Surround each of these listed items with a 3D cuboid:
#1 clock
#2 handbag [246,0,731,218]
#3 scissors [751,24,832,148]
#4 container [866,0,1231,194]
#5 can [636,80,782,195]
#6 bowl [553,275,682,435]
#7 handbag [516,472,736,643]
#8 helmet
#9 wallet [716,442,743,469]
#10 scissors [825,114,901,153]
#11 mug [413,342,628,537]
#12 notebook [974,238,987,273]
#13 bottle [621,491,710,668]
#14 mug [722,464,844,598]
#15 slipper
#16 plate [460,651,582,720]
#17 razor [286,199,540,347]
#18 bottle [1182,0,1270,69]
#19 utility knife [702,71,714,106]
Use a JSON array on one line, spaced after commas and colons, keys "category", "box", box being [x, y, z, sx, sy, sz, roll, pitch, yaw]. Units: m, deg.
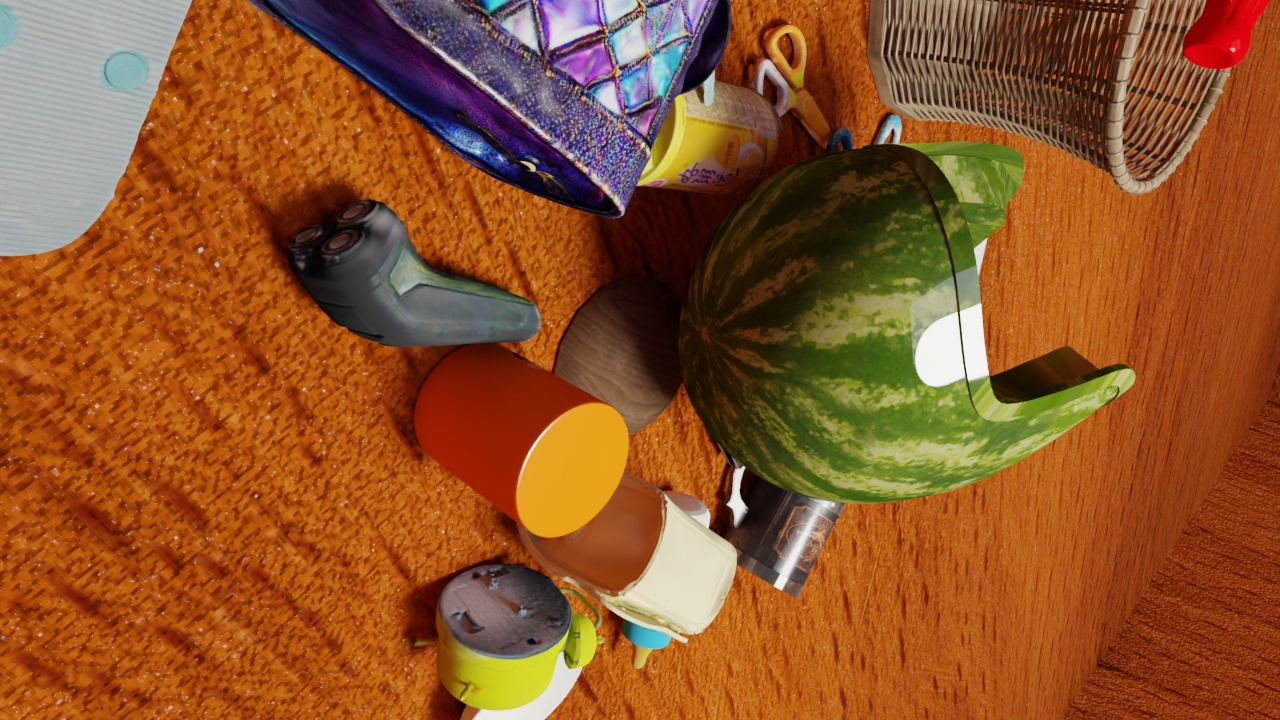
[{"category": "clock", "box": [-0.077, 0.169, 0.580, 0.118, 0.083, 0.057, -12, 124, -40]}, {"category": "handbag", "box": [-0.035, -0.186, 0.394, 0.221, 0.125, 0.205, 22, 92, -48]}, {"category": "scissors", "box": [0.112, -0.180, 0.647, 0.128, 0.013, 0.064, 35, 80, -53]}, {"category": "container", "box": [0.302, -0.255, 0.668, 0.226, 0.196, 0.227, -25, 127, -37]}, {"category": "can", "box": [0.027, -0.133, 0.538, 0.104, 0.068, 0.068, -5, 114, -47]}, {"category": "bowl", "box": [-0.004, 0.004, 0.609, 0.117, 0.030, 0.118, -24, 127, -37]}, {"category": "handbag", "box": [-0.010, 0.127, 0.607, 0.119, 0.111, 0.081, 45, 64, -51]}, {"category": "helmet", "box": [0.141, -0.020, 0.572, 0.246, 0.213, 0.244, 3, 152, -36]}, {"category": "wallet", "box": [0.088, 0.015, 0.712, 0.099, 0.031, 0.120, -42, 132, -19]}, {"category": "scissors", "box": [0.171, -0.142, 0.728, 0.137, 0.011, 0.134, 18, 96, -55]}, {"category": "mug", "box": [-0.063, 0.055, 0.520, 0.077, 0.096, 0.113, -39, 135, -27]}, {"category": "notebook", "box": [0.285, -0.082, 0.865, 0.142, 0.009, 0.210, -19, 123, -40]}, {"category": "bottle", "box": [0.014, 0.174, 0.706, 0.051, 0.051, 0.146, -3, 112, -47]}, {"category": "mug", "box": [0.110, 0.126, 0.775, 0.115, 0.080, 0.107, 32, 84, -24]}, {"category": "slipper", "box": [-0.189, -0.163, 0.310, 0.098, 0.055, 0.269, 1, 121, -50]}, {"category": "plate", "box": [-0.088, 0.230, 0.635, 0.104, 0.026, 0.104, -34, 147, -25]}, {"category": "razor", "box": [-0.104, -0.038, 0.466, 0.151, 0.054, 0.067, 10, 94, -55]}, {"category": "bottle", "box": [0.383, -0.244, 0.576, 0.036, 0.036, 0.119, 24, 92, -51]}, {"category": "utility knife", "box": [0.039, -0.228, 0.496, 0.022, 0.015, 0.181, 7, 85, -52]}]
